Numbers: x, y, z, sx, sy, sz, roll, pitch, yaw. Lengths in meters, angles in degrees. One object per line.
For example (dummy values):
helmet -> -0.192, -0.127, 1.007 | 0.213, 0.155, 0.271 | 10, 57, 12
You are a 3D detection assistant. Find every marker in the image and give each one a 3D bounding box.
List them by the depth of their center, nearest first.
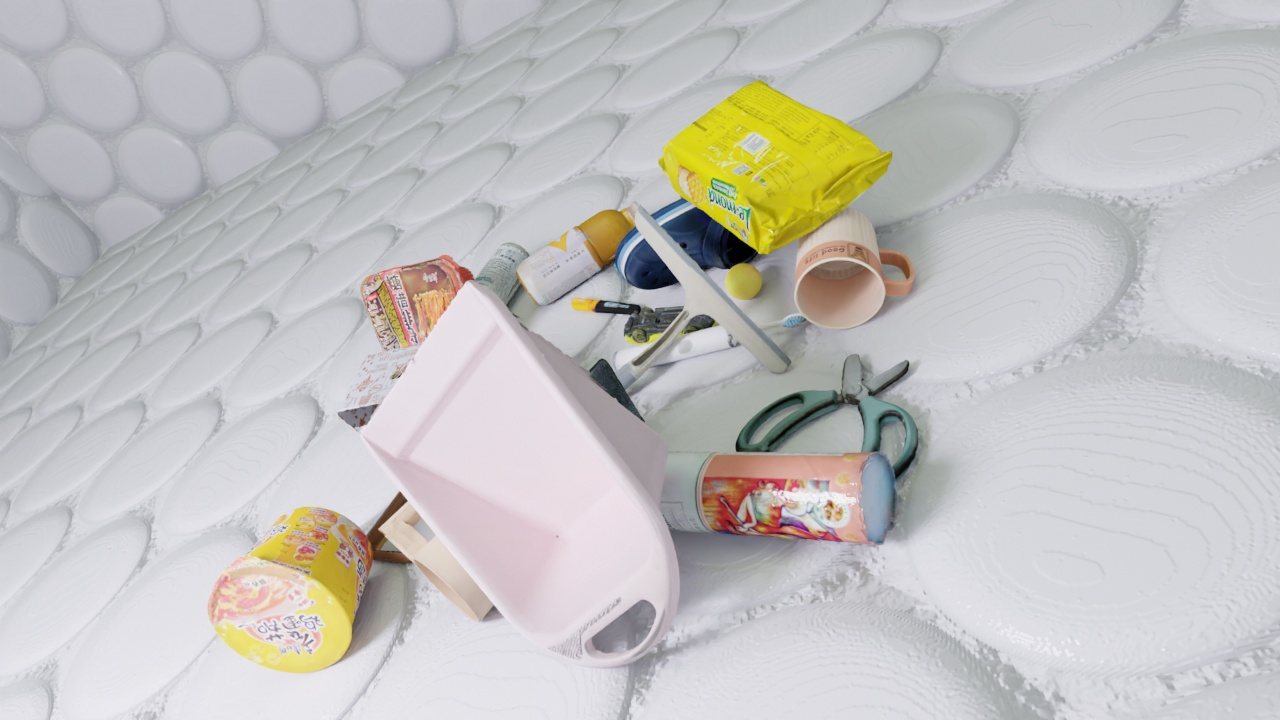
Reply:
marker -> -0.044, -0.068, 1.147 | 0.124, 0.015, 0.018 | 10, 55, 45

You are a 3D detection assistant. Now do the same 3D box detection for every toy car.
toy car -> 0.033, -0.036, 1.020 | 0.105, 0.032, 0.048 | -5, 39, 20

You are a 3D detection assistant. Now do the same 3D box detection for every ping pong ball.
ping pong ball -> 0.113, -0.087, 1.009 | 0.040, 0.040, 0.040 | -23, 33, 15

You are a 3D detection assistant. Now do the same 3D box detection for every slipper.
slipper -> 0.096, -0.146, 1.061 | 0.253, 0.105, 0.095 | -31, 51, 7

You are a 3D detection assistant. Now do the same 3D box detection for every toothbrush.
toothbrush -> 0.070, -0.020, 0.970 | 0.221, 0.027, 0.026 | -13, 18, 27

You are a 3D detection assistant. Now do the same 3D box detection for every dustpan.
dustpan -> -0.092, 0.107, 0.705 | 0.223, 0.273, 0.138 | -49, 15, 38

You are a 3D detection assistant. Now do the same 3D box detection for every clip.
clip -> -0.018, -0.117, 1.193 | 0.050, 0.015, 0.056 | -27, 32, 4

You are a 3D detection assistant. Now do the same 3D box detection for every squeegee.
squeegee -> -0.006, 0.006, 0.966 | 0.247, 0.039, 0.246 | -45, 65, 8

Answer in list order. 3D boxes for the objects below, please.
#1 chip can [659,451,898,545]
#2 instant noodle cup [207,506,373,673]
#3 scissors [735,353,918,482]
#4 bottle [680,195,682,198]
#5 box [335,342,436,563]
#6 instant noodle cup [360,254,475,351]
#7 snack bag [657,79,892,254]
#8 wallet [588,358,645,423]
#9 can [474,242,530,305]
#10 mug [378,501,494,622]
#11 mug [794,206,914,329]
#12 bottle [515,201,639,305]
chip can -> 0.091, 0.106, 0.735 | 0.215, 0.071, 0.071 | -4, 41, 37
instant noodle cup -> -0.333, 0.219, 0.904 | 0.138, 0.138, 0.109 | -22, 25, 17
scissors -> 0.158, 0.059, 0.793 | 0.179, 0.019, 0.169 | -20, 35, 22
bottle -> 0.151, -0.235, 1.163 | 0.206, 0.060, 0.059 | -25, 32, 12
box -> -0.225, 0.104, 0.952 | 0.183, 0.157, 0.192 | -10, 46, 35
instant noodle cup -> -0.268, -0.054, 1.209 | 0.189, 0.164, 0.078 | -7, 16, 35
snack bag -> 0.129, -0.211, 0.965 | 0.158, 0.068, 0.246 | -37, 40, -4
wallet -> -0.052, 0.070, 0.885 | 0.019, 0.097, 0.120 | 17, 57, 46
can -> -0.208, -0.102, 1.296 | 0.058, 0.058, 0.146 | -8, 39, 34
mug -> -0.157, 0.159, 0.842 | 0.103, 0.124, 0.084 | -46, -8, -24
mug -> 0.210, -0.093, 0.907 | 0.114, 0.082, 0.105 | 5, 39, 7
bottle -> -0.076, -0.148, 1.233 | 0.189, 0.068, 0.068 | -34, 32, -2
